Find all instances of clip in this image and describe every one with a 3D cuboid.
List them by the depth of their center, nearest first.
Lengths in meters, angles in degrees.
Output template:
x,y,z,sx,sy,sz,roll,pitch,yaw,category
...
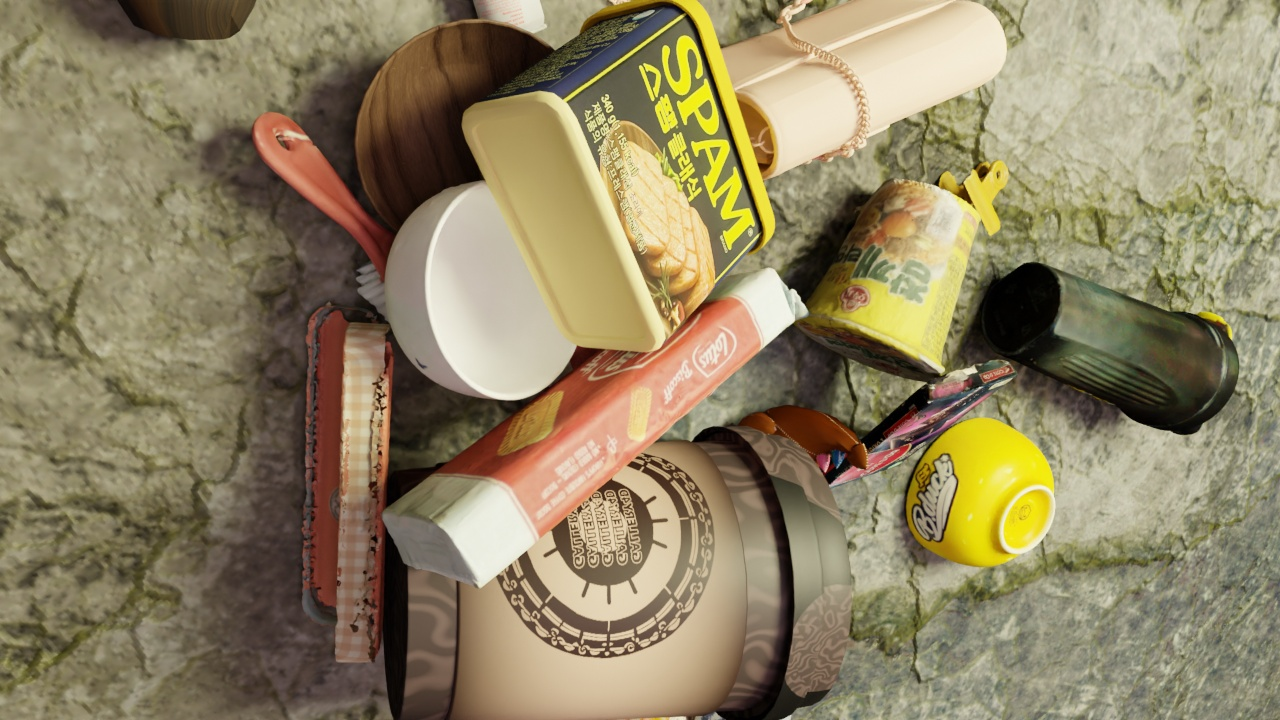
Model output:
x,y,z,sx,sy,sz,roll,pitch,yaw,category
0.238,-0.117,0.639,0.049,0.045,0.054,-32,120,14,clip

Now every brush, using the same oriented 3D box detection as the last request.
x,y,z,sx,sy,sz,roll,pitch,yaw,category
-0.135,-0.051,0.467,0.030,0.040,0.172,-23,125,27,brush

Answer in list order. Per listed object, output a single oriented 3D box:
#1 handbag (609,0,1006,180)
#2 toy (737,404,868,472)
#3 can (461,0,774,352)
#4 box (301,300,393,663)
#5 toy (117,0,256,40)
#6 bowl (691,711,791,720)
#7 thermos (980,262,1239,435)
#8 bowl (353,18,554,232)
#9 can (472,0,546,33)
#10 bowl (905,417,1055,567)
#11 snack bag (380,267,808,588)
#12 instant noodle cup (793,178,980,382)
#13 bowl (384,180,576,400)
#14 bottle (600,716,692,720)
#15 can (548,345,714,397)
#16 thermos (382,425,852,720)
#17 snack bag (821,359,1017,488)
x,y,z,sx,sy,sz,roll,pitch,yaw,category
0.080,-0.197,0.480,0.198,0.116,0.187,-26,117,-17,handbag
0.105,0.077,0.596,0.070,0.103,0.090,13,94,-31,toy
-0.007,-0.085,0.435,0.104,0.075,0.135,-47,127,-35,can
-0.154,0.066,0.478,0.054,0.079,0.187,-13,113,-52,box
-0.193,-0.186,0.381,0.076,0.062,0.100,16,119,6,toy
0.076,0.245,0.637,0.114,0.045,0.114,-40,138,-49,bowl
0.366,-0.011,0.704,0.220,0.098,0.098,17,99,-25,thermos
-0.087,-0.114,0.467,0.119,0.032,0.119,-14,125,-21,bowl
-0.075,-0.206,0.448,0.032,0.032,0.095,-25,116,-17,can
0.273,0.110,0.710,0.117,0.068,0.117,-9,111,-24,bowl
-0.017,0.023,0.444,0.224,0.078,0.041,-39,109,-32,snack bag
0.165,-0.053,0.589,0.102,0.102,0.108,27,85,-31,instant noodle cup
-0.080,-0.034,0.449,0.104,0.054,0.105,-2,93,-51,bowl
0.009,0.238,0.624,0.063,0.063,0.109,-46,132,-6,bottle
-0.003,0.003,0.543,0.096,0.054,0.054,-10,111,-23,can
-0.023,0.123,0.516,0.226,0.173,0.173,1,106,-21,thermos
0.179,0.046,0.615,0.074,0.018,0.156,-14,157,-23,snack bag
